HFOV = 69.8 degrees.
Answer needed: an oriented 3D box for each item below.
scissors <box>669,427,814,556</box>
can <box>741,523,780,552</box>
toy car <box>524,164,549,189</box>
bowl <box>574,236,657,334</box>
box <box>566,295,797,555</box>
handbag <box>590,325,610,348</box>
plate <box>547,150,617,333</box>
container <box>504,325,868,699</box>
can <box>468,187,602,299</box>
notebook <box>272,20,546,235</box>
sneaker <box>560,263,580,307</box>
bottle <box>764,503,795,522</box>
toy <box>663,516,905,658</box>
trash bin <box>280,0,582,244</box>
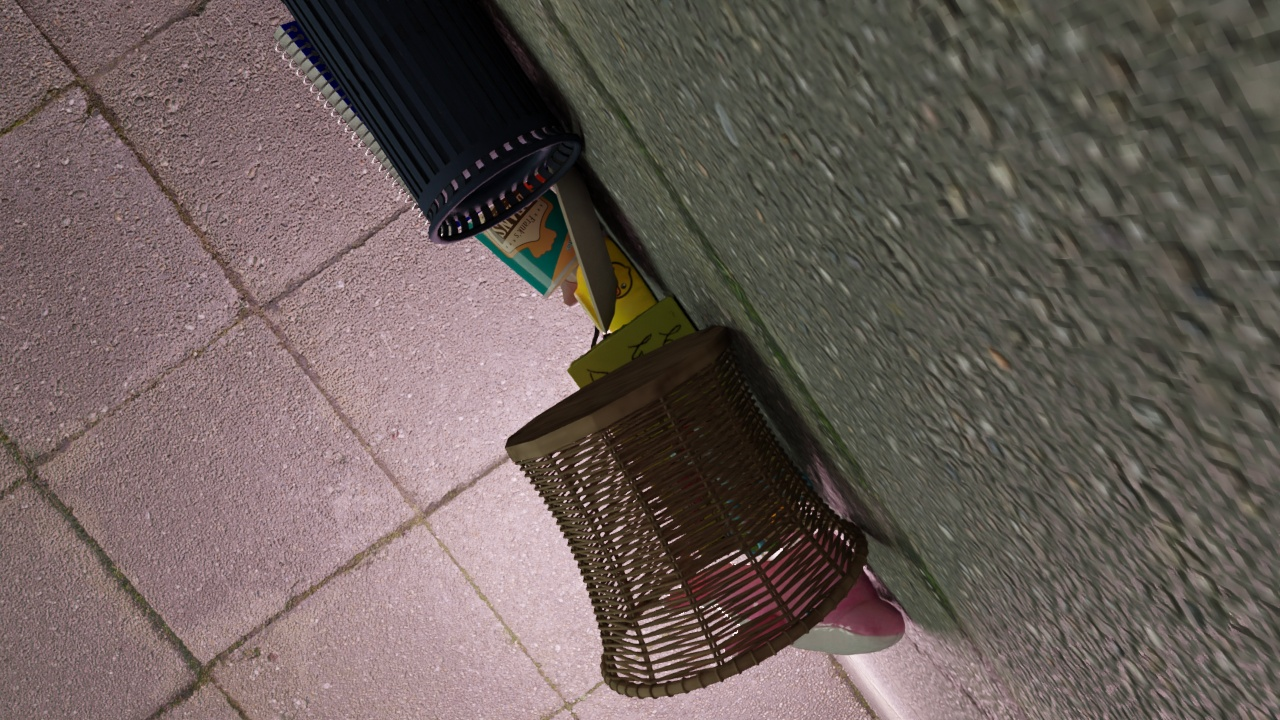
[{"bbox_3d":[0.094,0.106,0.807,0.139,0.118,0.015,58,-155,-12],"label":"scissors"},{"bbox_3d":[0.128,0.169,1.064,0.083,0.083,0.144,54,178,-1],"label":"can"},{"bbox_3d":[-0.121,-0.218,0.931,0.051,0.049,0.100,53,177,32],"label":"toy car"},{"bbox_3d":[-0.030,-0.070,1.014,0.117,0.067,0.117,54,177,3],"label":"bowl"},{"bbox_3d":[0.039,0.060,0.861,0.221,0.124,0.079,57,177,-8],"label":"box"},{"bbox_3d":[-0.016,-0.031,1.131,0.079,0.054,0.128,48,-144,-44],"label":"handbag"},{"bbox_3d":[-0.051,-0.119,0.860,0.189,0.027,0.188,155,97,-89],"label":"plate"},{"bbox_3d":[0.027,0.103,0.698,0.196,0.227,0.227,62,177,-6],"label":"container"},{"bbox_3d":[-0.129,-0.151,1.015,0.144,0.099,0.099,40,179,-4],"label":"can"},{"bbox_3d":[-0.195,-0.222,0.808,0.209,0.022,0.171,50,-141,-9],"label":"notebook"},{"bbox_3d":[-0.117,-0.146,1.165,0.099,0.089,0.236,34,-168,-42],"label":"sneaker"},{"bbox_3d":[0.126,0.124,0.969,0.143,0.043,0.043,54,178,0],"label":"bottle"},{"bbox_3d":[0.143,0.212,0.896,0.266,0.186,0.128,-9,87,53],"label":"toy"},{"bbox_3d":[-0.171,-0.232,0.712,0.249,0.139,0.139,56,178,1],"label":"trash bin"}]
